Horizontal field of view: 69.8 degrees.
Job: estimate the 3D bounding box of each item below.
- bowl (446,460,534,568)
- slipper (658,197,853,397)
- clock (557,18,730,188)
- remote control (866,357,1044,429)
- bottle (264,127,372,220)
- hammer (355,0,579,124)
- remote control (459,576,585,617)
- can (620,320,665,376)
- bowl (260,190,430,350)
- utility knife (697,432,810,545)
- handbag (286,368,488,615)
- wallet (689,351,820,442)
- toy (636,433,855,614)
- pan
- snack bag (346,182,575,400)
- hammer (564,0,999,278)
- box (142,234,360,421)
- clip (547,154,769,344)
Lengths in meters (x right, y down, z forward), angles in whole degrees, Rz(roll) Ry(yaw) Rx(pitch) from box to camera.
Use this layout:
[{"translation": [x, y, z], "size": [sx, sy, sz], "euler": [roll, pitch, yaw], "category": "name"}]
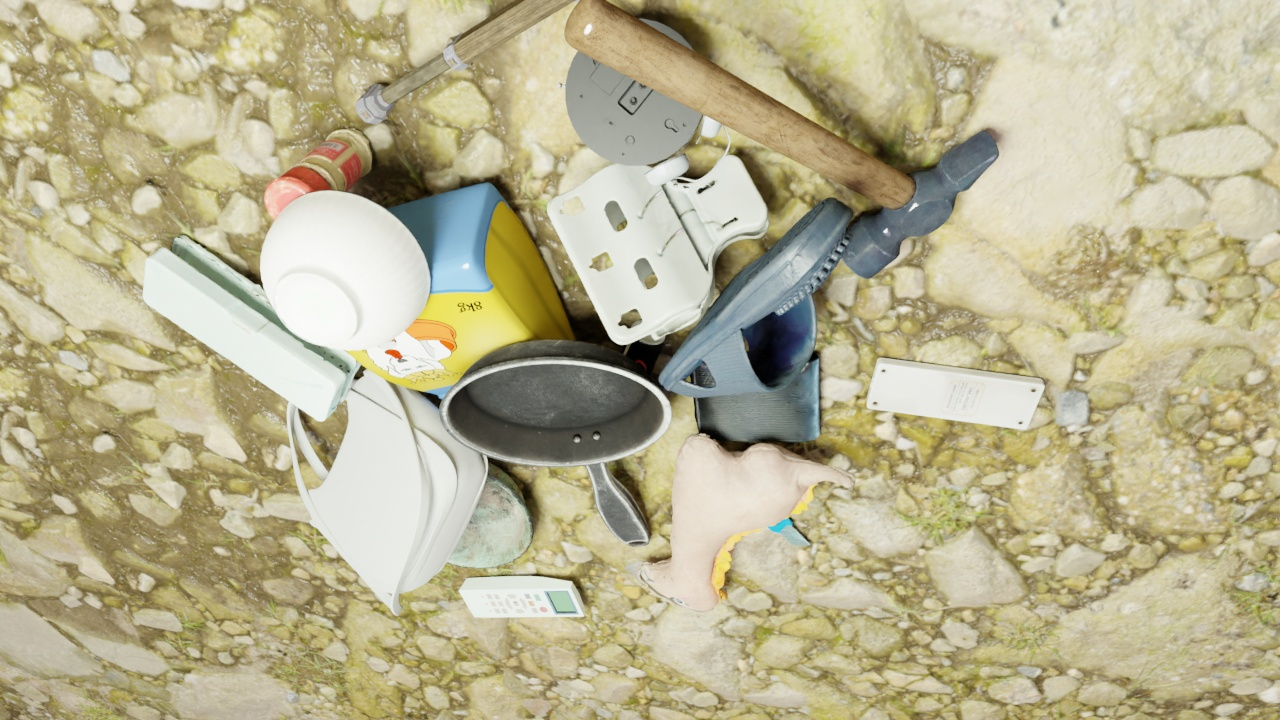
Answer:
[{"translation": [-0.183, 0.149, 0.945], "size": [0.157, 0.038, 0.158], "euler": [6, 129, 7], "category": "bowl"}, {"translation": [0.090, -0.020, 0.659], "size": [0.082, 0.101, 0.264], "euler": [41, 154, -1], "category": "slipper"}, {"translation": [0.007, -0.174, 0.627], "size": [0.122, 0.035, 0.095], "euler": [41, 104, -3], "category": "clock"}, {"translation": [0.264, 0.028, 0.775], "size": [0.136, 0.011, 0.050], "euler": [8, 129, 5], "category": "remote control"}, {"translation": [-0.237, -0.136, 0.685], "size": [0.044, 0.108, 0.044], "euler": [5, 125, 7], "category": "bottle"}, {"translation": [-0.082, -0.220, 0.594], "size": [0.318, 0.146, 0.028], "euler": [-16, 128, 35], "category": "hammer"}, {"translation": [-0.135, 0.265, 1.037], "size": [0.143, 0.024, 0.050], "euler": [-6, 126, 18], "category": "remote control"}, {"translation": [-0.005, 0.005, 0.798], "size": [0.031, 0.031, 0.081], "euler": [19, 129, -4], "category": "can"}, {"translation": [-0.212, -0.051, 0.634], "size": [0.118, 0.062, 0.118], "euler": [6, 127, 7], "category": "bowl"}, {"translation": [0.106, 0.129, 0.887], "size": [0.031, 0.015, 0.178], "euler": [-30, 118, 35], "category": "utility knife"}, {"translation": [-0.267, 0.109, 0.865], "size": [0.223, 0.095, 0.216], "euler": [34, 111, 19], "category": "handbag"}, {"translation": [0.099, 0.032, 0.803], "size": [0.115, 0.026, 0.089], "euler": [-2, 126, 13], "category": "wallet"}, {"translation": [0.089, 0.171, 0.873], "size": [0.196, 0.065, 0.265], "euler": [13, 134, 14], "category": "toy"}, {"translation": [-0.046, 0.085, 0.821], "size": [0.187, 0.055, 0.357], "euler": [-9, 148, 12], "category": "pan"}, {"translation": [-0.148, -0.031, 0.766], "size": [0.159, 0.102, 0.205], "euler": [-11, 139, 19], "category": "snack bag"}, {"translation": [0.091, -0.145, 0.575], "size": [0.321, 0.040, 0.130], "euler": [16, 136, -36], "category": "hammer"}, {"translation": [-0.347, -0.024, 0.814], "size": [0.199, 0.066, 0.083], "euler": [34, 111, -1], "category": "box"}, {"translation": [0.021, -0.090, 0.682], "size": [0.152, 0.097, 0.126], "euler": [-25, 81, -11], "category": "clip"}]
